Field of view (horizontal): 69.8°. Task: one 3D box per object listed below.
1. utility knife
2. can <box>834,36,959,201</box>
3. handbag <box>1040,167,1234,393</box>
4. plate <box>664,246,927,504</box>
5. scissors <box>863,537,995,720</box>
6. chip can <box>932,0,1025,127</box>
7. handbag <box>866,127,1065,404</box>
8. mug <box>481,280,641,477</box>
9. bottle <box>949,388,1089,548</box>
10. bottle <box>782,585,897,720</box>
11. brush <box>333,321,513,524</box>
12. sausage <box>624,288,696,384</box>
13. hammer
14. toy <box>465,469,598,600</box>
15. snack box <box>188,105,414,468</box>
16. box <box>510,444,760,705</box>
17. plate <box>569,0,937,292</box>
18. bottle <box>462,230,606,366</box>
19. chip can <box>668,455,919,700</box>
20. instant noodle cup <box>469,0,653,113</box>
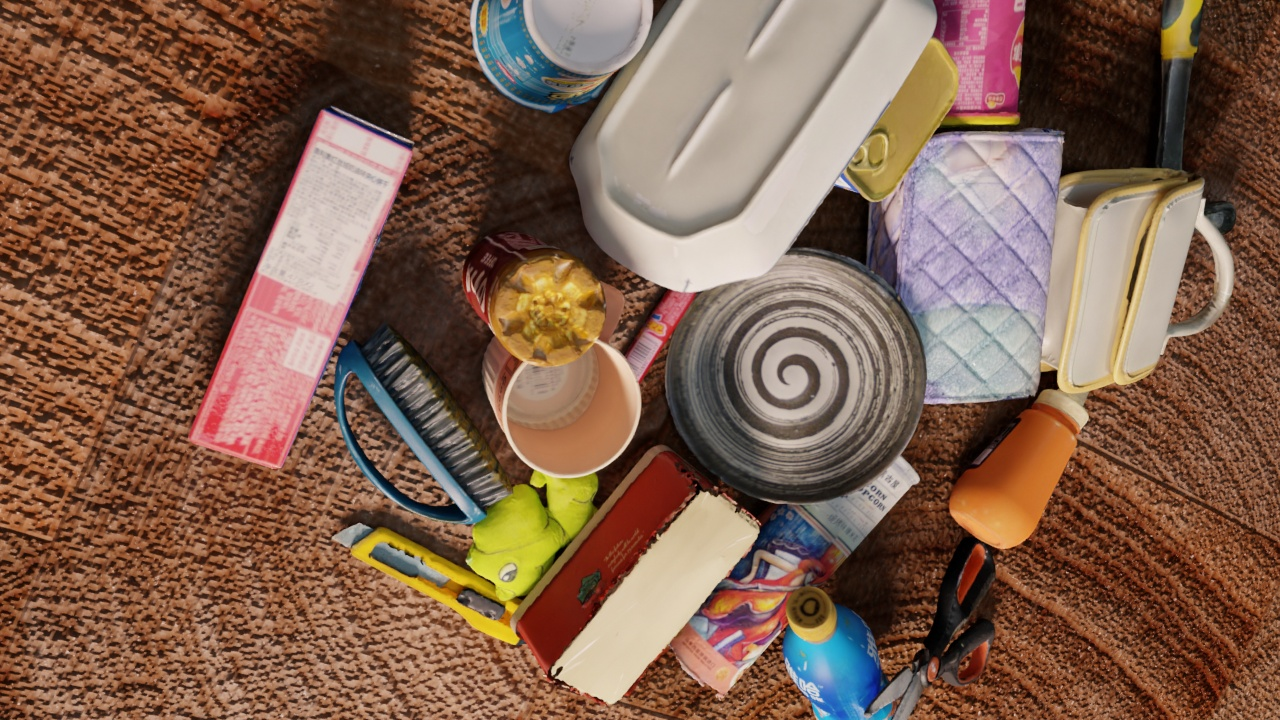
[{"bbox_3d":[-0.134,0.155,0.630,0.167,0.015,0.033,34,88,-21],"label":"utility knife"},{"bbox_3d":[0.143,-0.163,0.602,0.057,0.083,0.102,33,91,-38],"label":"can"},{"bbox_3d":[0.387,-0.062,0.701,0.178,0.063,0.163,-8,117,-13],"label":"handbag"},{"bbox_3d":[0.107,0.011,0.641,0.179,0.024,0.179,2,98,11],"label":"plate"},{"bbox_3d":[0.231,0.235,0.706,0.226,0.022,0.198,-57,133,-28],"label":"scissors"},{"bbox_3d":[0.226,-0.266,0.617,0.071,0.071,0.211,-4,103,-17],"label":"chip can"},{"bbox_3d":[0.231,-0.069,0.661,0.134,0.075,0.194,-2,105,-12],"label":"handbag"},{"bbox_3d":[-0.047,0.003,0.574,0.081,0.106,0.114,23,94,-21],"label":"mug"},{"bbox_3d":[0.310,0.076,0.731,0.067,0.067,0.149,42,81,-21],"label":"bottle"},{"bbox_3d":[0.139,0.217,0.656,0.065,0.065,0.219,-37,139,-7],"label":"bottle"},{"bbox_3d":[-0.144,0.049,0.581,0.073,0.055,0.144,-36,111,-7],"label":"brush"},{"bbox_3d":[-0.004,0.004,0.634,0.020,0.020,0.156,31,92,-21],"label":"sausage"},{"bbox_3d":[0.411,-0.253,0.699,0.126,0.032,0.323,-6,104,-17],"label":"hammer"},{"bbox_3d":[-0.074,0.115,0.632,0.100,0.031,0.097,-12,106,-19],"label":"toy"},{"bbox_3d":[-0.197,-0.043,0.543,0.058,0.057,0.207,23,95,-18],"label":"snack box"},{"bbox_3d":[0.003,0.153,0.629,0.168,0.077,0.091,-50,131,-1],"label":"box"},{"bbox_3d":[0.062,-0.170,0.557,0.162,0.034,0.265,35,91,18],"label":"plate"},{"bbox_3d":[-0.068,-0.042,0.520,0.057,0.175,0.057,-4,103,-16],"label":"bottle"},{"bbox_3d":[0.106,0.143,0.674,0.214,0.071,0.071,-47,111,-2],"label":"chip can"},{"bbox_3d":[-0.041,-0.196,0.528,0.099,0.110,0.099,-4,103,-17],"label":"instant noodle cup"}]
